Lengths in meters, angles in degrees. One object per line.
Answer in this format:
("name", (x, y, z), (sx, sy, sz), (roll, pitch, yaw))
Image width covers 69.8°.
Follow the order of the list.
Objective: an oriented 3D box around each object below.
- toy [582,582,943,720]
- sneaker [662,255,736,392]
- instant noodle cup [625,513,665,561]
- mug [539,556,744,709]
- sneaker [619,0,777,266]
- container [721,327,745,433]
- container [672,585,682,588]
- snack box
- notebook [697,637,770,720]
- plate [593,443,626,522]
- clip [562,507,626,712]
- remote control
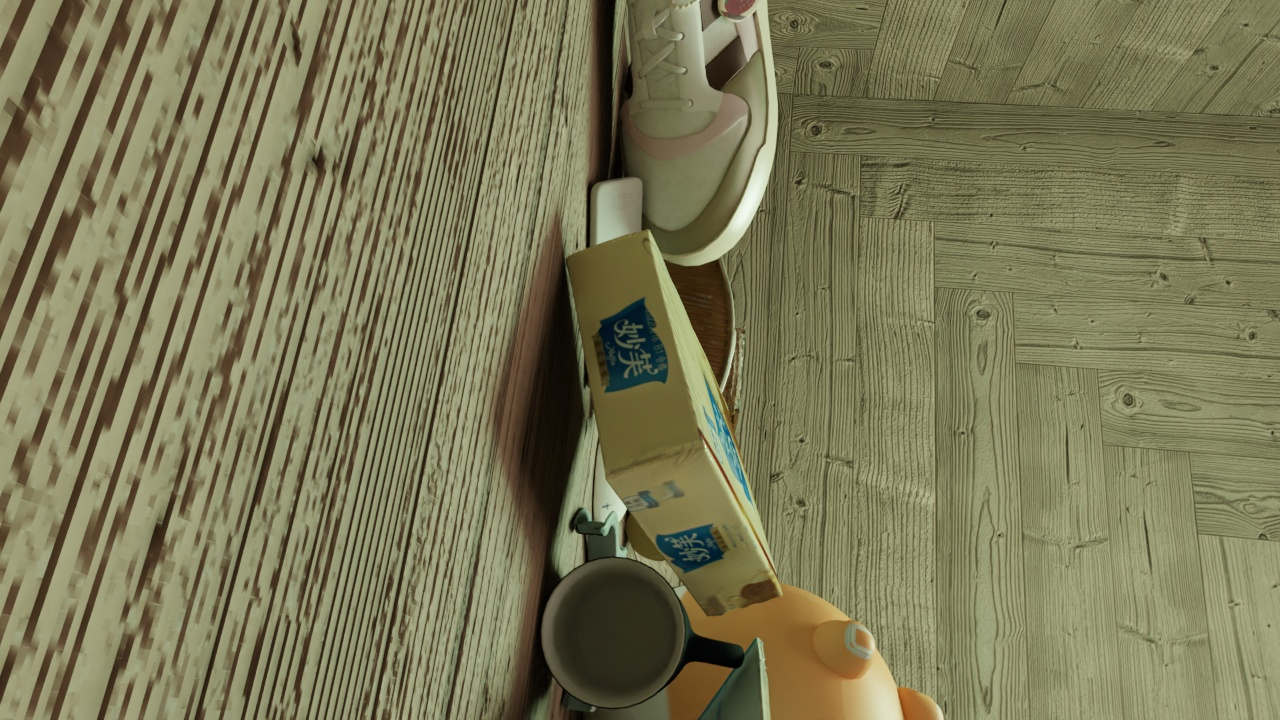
("toy", (0.093, 0.306, 0.766), (0.263, 0.281, 0.265), (48, 27, -29))
("sneaker", (0.019, -0.080, 0.746), (0.127, 0.120, 0.294), (156, -62, -71))
("instant noodle cup", (0.031, 0.172, 1.041), (0.112, 0.100, 0.100), (-32, 127, -72))
("mug", (0.004, 0.172, 0.570), (0.094, 0.122, 0.085), (80, 20, -73))
("sneaker", (0.023, -0.207, 0.597), (0.116, 0.112, 0.294), (-18, 112, -63))
("container", (0.064, 0.037, 1.125), (0.199, 0.113, 0.113), (82, 13, -70))
("container", (0.088, 0.480, 1.320), (0.307, 0.196, 0.307), (6, 88, -86))
("snack box", (0.024, 0.046, 0.557), (0.207, 0.055, 0.153), (61, 12, -51))
("notebook", (-0.004, 0.281, 0.511), (0.253, 0.009, 0.181), (-55, 174, 2))
("plate", (-0.019, 0.094, 0.769), (0.104, 0.026, 0.104), (7, 88, -85))
("clip", (-0.032, 0.152, 0.678), (0.168, 0.031, 0.165), (-78, 173, -56))
("remote control", (-0.018, -0.051, 0.628), (0.045, 0.008, 0.147), (-21, 122, -43))
